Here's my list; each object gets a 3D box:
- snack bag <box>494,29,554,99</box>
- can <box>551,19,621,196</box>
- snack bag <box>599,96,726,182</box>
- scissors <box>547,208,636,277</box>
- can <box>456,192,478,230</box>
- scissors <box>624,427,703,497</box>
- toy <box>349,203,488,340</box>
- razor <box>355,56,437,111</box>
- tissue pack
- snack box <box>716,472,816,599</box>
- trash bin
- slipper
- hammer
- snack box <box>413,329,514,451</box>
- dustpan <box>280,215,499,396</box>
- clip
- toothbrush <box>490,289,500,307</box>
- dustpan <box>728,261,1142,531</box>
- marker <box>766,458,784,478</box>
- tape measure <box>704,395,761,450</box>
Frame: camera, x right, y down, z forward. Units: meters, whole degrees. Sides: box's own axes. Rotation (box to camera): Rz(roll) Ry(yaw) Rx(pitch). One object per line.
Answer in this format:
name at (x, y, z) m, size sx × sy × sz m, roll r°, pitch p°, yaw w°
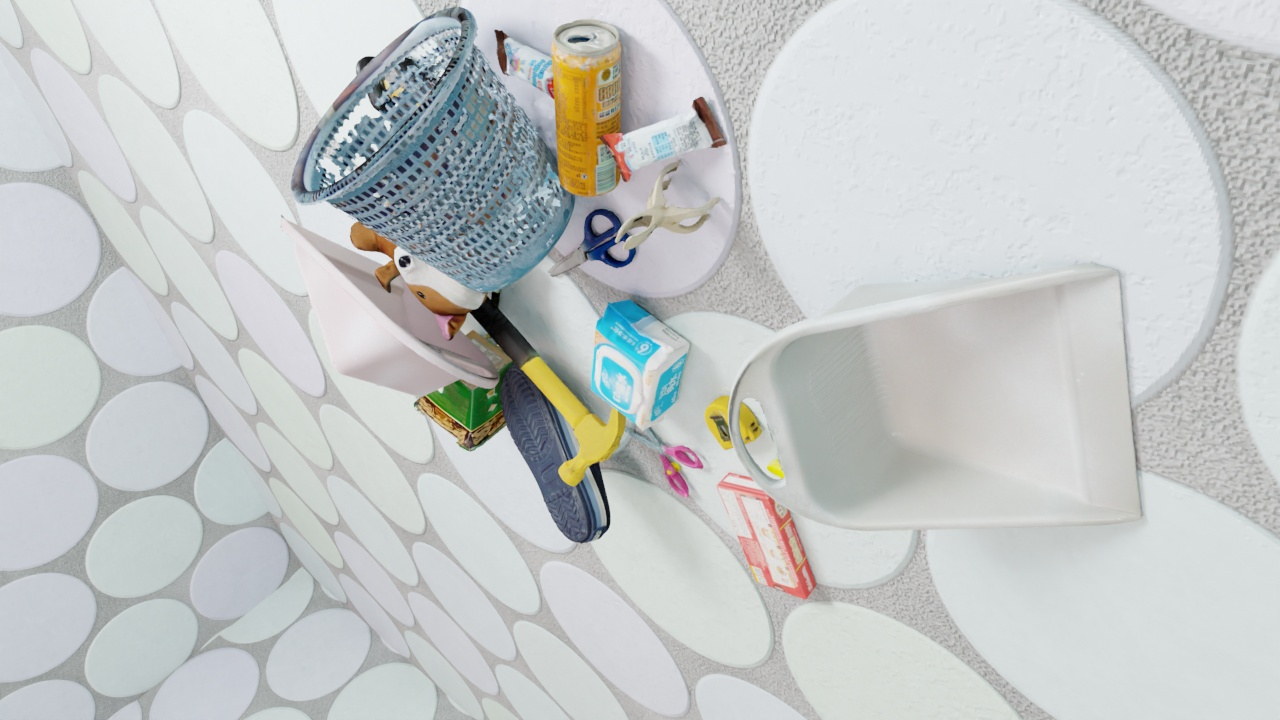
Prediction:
snack bag at (-0.096, -0.267, 0.842) m, size 0.105 × 0.026 × 0.045 m, roll 35°, pitch 148°, yaw 27°
can at (-0.046, -0.217, 0.802) m, size 0.058 × 0.058 × 0.146 m, roll 33°, pitch 144°, yaw 26°
snack bag at (0.017, -0.183, 0.768) m, size 0.104 × 0.026 × 0.048 m, roll -17°, pitch 116°, yaw 27°
scissors at (-0.053, -0.104, 0.975) m, size 0.105 × 0.012 × 0.175 m, roll 44°, pitch 149°, yaw 10°
can at (-0.194, -0.185, 1.005) m, size 0.148 × 0.074 × 0.049 m, roll 50°, pitch 152°, yaw -3°
scissors at (0.028, 0.106, 1.090) m, size 0.133 × 0.017 × 0.125 m, roll 57°, pitch 150°, yaw -4°
toy at (-0.246, -0.126, 1.070) m, size 0.199 × 0.130 × 0.140 m, roll 48°, pitch 111°, yaw 17°
razor at (-0.229, -0.277, 0.975) m, size 0.167 × 0.062 × 0.068 m, roll 29°, pitch 111°, yaw 22°
tissue pack at (-0.006, 0.006, 0.980) m, size 0.090 × 0.063 × 0.140 m, roll 37°, pitch 146°, yaw 20°
snack box at (0.142, 0.197, 1.031) m, size 0.075 × 0.025 × 0.153 m, roll 7°, pitch 129°, yaw 47°
trash bin at (-0.176, -0.176, 0.864) m, size 0.227 × 0.226 × 0.195 m, roll 8°, pitch 153°, yaw 47°
slipper at (-0.093, 0.106, 1.163) m, size 0.105 × 0.095 × 0.252 m, roll -46°, pitch 63°, yaw 44°
hammer at (-0.131, 0.002, 1.101) m, size 0.300 × 0.129 × 0.032 m, roll 46°, pitch -169°, yaw 15°
snack box at (-0.232, 0.032, 1.244) m, size 0.118 × 0.117 × 0.106 m, roll 34°, pitch 141°, yaw 19°
dustpan at (-0.281, -0.064, 1.113) m, size 0.222 × 0.139 × 0.273 m, roll 23°, pitch -137°, yaw -64°
clip at (0.015, -0.136, 0.790) m, size 0.035 × 0.101 × 0.096 m, roll 121°, pitch 133°, yaw -59°
toothbrush at (-0.181, -0.089, 1.143) m, size 0.012 × 0.017 × 0.186 m, roll 35°, pitch 146°, yaw 10°
dustpan at (0.206, 0.050, 0.692) m, size 0.258 × 0.142 × 0.223 m, roll 12°, pitch 132°, yaw 47°
marker at (0.183, 0.130, 0.923) m, size 0.124 × 0.015 × 0.018 m, roll 25°, pitch 142°, yaw 30°
tape measure at (0.092, 0.066, 0.954) m, size 0.057 × 0.028 × 0.060 m, roll 54°, pitch 148°, yaw -6°
